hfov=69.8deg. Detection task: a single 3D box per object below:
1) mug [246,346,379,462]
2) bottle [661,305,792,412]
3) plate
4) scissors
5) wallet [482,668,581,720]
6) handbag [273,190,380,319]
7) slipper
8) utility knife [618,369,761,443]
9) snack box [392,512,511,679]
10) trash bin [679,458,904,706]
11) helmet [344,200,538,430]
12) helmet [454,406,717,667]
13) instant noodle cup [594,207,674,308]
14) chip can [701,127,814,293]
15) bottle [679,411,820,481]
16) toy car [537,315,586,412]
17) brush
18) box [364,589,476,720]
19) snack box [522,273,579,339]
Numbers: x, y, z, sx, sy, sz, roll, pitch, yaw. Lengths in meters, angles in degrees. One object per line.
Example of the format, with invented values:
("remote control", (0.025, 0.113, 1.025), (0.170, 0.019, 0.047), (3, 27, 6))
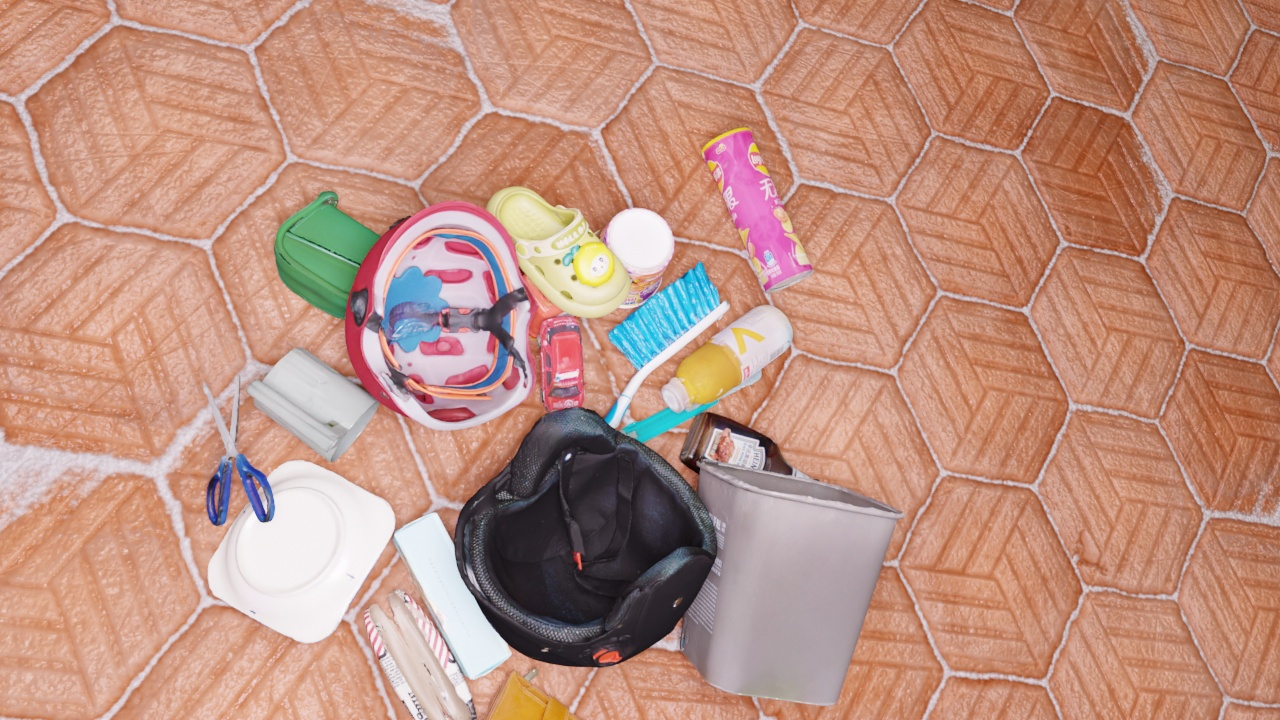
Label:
("mug", (-0.346, 0.048, 0.963), (0.103, 0.124, 0.084), (37, 94, -2))
("bottle", (0.106, 0.000, 1.133), (0.189, 0.068, 0.068), (-34, 87, -25))
("plate", (-0.351, 0.187, 0.937), (0.164, 0.034, 0.164), (22, 68, 15))
("scissors", (-0.412, 0.101, 0.928), (0.176, 0.163, 0.012), (45, 29, 25))
("wallet", (-0.106, 0.402, 0.968), (0.130, 0.035, 0.118), (38, 40, -9))
("handbag", (-0.339, -0.118, 1.043), (0.131, 0.068, 0.120), (34, 61, -4))
("slipper", (-0.092, -0.127, 1.021), (0.190, 0.082, 0.091), (41, 70, 1))
("utility knife", (0.064, 0.055, 1.140), (0.221, 0.013, 0.029), (-26, 84, -22))
("snack box", (-0.202, 0.249, 0.974), (0.051, 0.074, 0.175), (-27, 84, -22))
("trash bin", (0.147, 0.238, 1.008), (0.198, 0.199, 0.219), (13, 90, -13))
("helmet", (-0.228, -0.049, 0.992), (0.206, 0.144, 0.240), (-10, 102, -43))
("helmet", (-0.058, 0.201, 0.942), (0.274, 0.231, 0.233), (-18, 51, -28))
("instant noodle cup", (-0.012, -0.129, 1.123), (0.111, 0.099, 0.111), (4, 76, -15))
("chip can", (0.154, -0.196, 1.205), (0.071, 0.072, 0.210), (-20, 82, -21))
("bottle", (0.147, 0.133, 1.128), (0.195, 0.044, 0.079), (26, 73, -9))
("toy car", (-0.091, 0.009, 1.063), (0.053, 0.045, 0.121), (-9, 118, -16))
("brush", (-0.007, 0.007, 1.115), (0.313, 0.061, 0.109), (-38, 92, -19))
("box", (-0.239, 0.324, 0.950), (0.081, 0.075, 0.163), (-31, 87, -33))
("snack box", (-0.104, -0.079, 1.091), (0.091, 0.080, 0.082), (-32, 86, -22))
